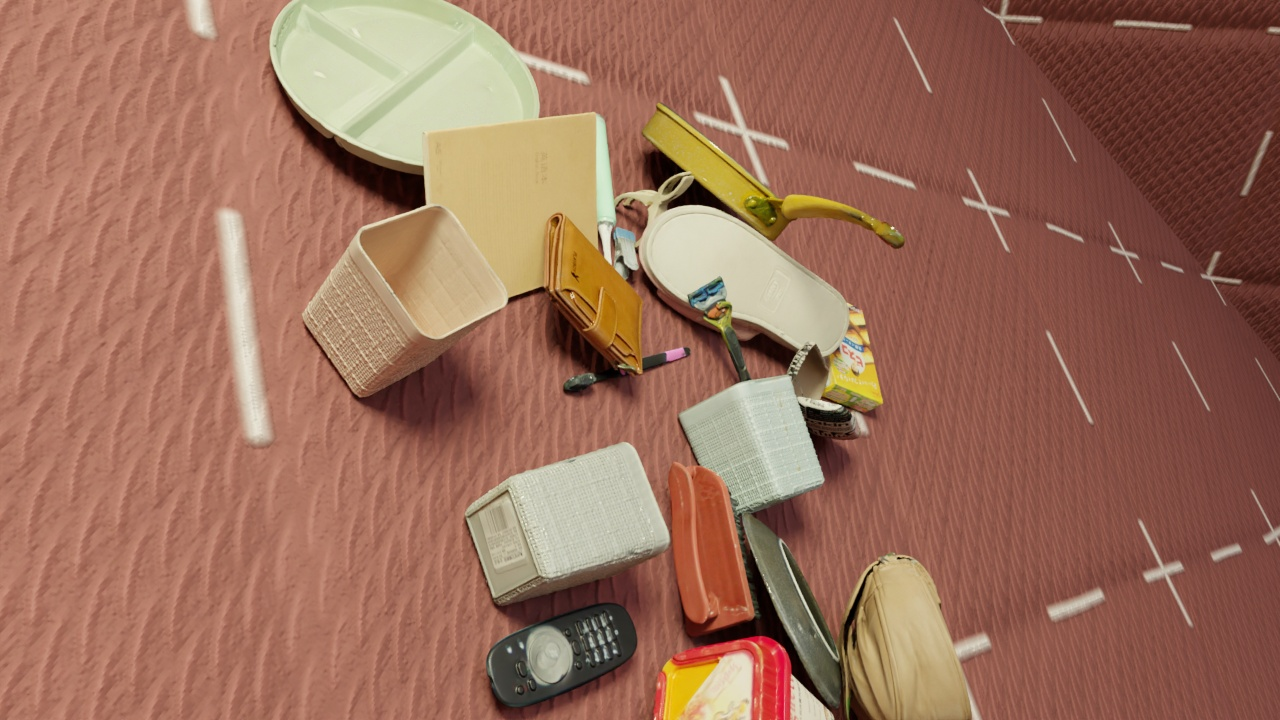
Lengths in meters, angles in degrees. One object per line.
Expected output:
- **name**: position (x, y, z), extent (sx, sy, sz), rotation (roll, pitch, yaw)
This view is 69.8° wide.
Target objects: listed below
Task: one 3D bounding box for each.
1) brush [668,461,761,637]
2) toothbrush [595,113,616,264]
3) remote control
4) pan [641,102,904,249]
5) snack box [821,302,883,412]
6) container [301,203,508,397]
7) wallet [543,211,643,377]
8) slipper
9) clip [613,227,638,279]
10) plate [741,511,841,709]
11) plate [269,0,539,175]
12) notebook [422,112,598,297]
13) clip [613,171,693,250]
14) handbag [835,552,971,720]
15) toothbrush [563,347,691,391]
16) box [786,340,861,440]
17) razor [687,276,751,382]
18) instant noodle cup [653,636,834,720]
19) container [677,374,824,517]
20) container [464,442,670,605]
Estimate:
- **brush**: position (0.055, 0.157, 0.786), extent (0.069, 0.063, 0.145), rotation (29, 44, -46)
- **toothbrush**: position (-0.040, -0.164, 0.940), extent (0.026, 0.027, 0.224), rotation (3, 59, -17)
- **remote control**: position (-0.058, 0.213, 0.668), extent (0.136, 0.024, 0.053), rotation (-6, 70, -45)
- **pan**: position (0.132, -0.176, 0.948), extent (0.197, 0.078, 0.357), rotation (28, 15, -42)
- **snack box**: position (0.242, -0.013, 1.109), extent (0.086, 0.034, 0.140), rotation (21, 52, -33)
- **container**: position (-0.173, -0.039, 0.658), extent (0.090, 0.111, 0.089), rotation (55, 40, 0)
- **wallet**: position (-0.041, -0.051, 0.817), extent (0.130, 0.035, 0.118), rotation (46, 27, -39)
- **slipper**: position (0.112, -0.080, 0.983), extent (0.274, 0.054, 0.114), rotation (22, 88, -27)
- **clip**: position (-0.016, -0.108, 0.929), extent (0.024, 0.028, 0.056), rotation (17, 54, -31)
- **plate**: position (0.136, 0.208, 0.790), extent (0.179, 0.024, 0.179), rotation (62, 8, -16)
- **plate**: position (-0.200, -0.244, 0.796), extent (0.230, 0.028, 0.229), rotation (14, 52, -18)
- **notebook**: position (-0.105, -0.131, 0.794), extent (0.210, 0.012, 0.150), rotation (-26, 123, -50)
- **clip**: position (0.007, -0.165, 0.948), extent (0.098, 0.100, 0.035), rotation (38, 35, 26)
- **handbag**: position (0.219, 0.263, 0.798), extent (0.205, 0.100, 0.147), rotation (75, 6, -60)
- **toothbrush**: position (-0.005, 0.005, 0.867), extent (0.188, 0.018, 0.014), rotation (-16, 84, -50)
- **box**: position (0.192, 0.034, 0.956), extent (0.162, 0.075, 0.085), rotation (31, 65, -67)
- **razor**: position (0.093, -0.013, 0.940), extent (0.042, 0.022, 0.143), rotation (-29, 109, -14)
- **instant noodle cup**: position (0.084, 0.287, 0.698), extent (0.124, 0.117, 0.116), rotation (43, 40, -34)
- **container**: position (0.107, 0.084, 0.870), extent (0.089, 0.090, 0.111), rotation (-6, 71, -46)
- **container**: position (-0.057, 0.124, 0.682), extent (0.114, 0.090, 0.090), rotation (-8, 70, -43)
